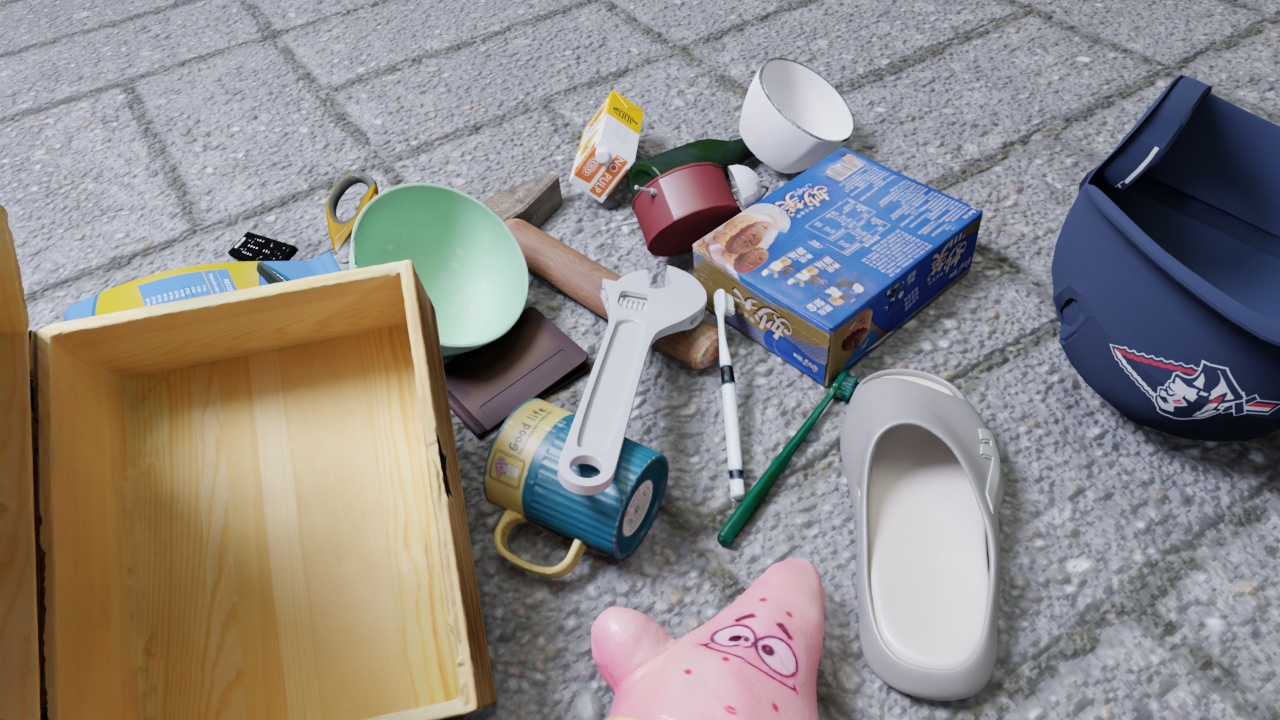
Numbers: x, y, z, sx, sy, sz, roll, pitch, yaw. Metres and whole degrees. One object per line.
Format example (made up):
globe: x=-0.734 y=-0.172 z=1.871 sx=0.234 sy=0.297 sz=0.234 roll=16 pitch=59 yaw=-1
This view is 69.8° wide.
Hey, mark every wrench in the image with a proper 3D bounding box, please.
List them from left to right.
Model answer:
wrench: x=-0.004 y=0.004 z=0.677 sx=0.087 sy=0.018 sz=0.272 roll=11 pitch=37 yaw=3

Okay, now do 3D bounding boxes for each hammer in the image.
hammer: x=-0.044 y=-0.076 z=0.831 sx=0.301 sy=0.037 sz=0.157 roll=32 pitch=57 yaw=31

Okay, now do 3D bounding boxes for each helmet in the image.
helmet: x=0.398 y=-0.048 z=0.626 sx=0.232 sy=0.223 sz=0.271 roll=31 pitch=24 yaw=13

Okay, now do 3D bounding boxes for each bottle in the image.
bottle: x=0.070 y=-0.200 z=0.931 sx=0.173 sy=0.055 sz=0.055 roll=-29 pitch=50 yaw=-32

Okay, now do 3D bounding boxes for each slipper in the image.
slipper: x=0.191 y=0.088 z=0.619 sx=0.113 sy=0.081 sz=0.265 roll=3 pitch=46 yaw=12

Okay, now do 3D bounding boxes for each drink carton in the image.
drink carton: x=-0.034 y=-0.218 z=0.936 sx=0.040 sy=0.059 sz=0.122 roll=31 pitch=36 yaw=-18

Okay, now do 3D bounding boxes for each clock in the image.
clock: x=0.052 y=-0.139 z=0.839 sx=0.137 sy=0.096 sz=0.048 roll=-15 pitch=75 yaw=-22

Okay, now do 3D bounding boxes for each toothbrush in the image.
toothbrush: x=0.071 y=0.022 z=0.717 sx=0.017 sy=0.012 sz=0.186 roll=17 pitch=54 yaw=-27
toothbrush: x=0.115 y=0.070 z=0.689 sx=0.017 sy=0.016 sz=0.189 roll=28 pitch=55 yaw=23

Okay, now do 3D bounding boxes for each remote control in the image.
remote control: x=-0.359 y=-0.103 z=0.869 sx=0.140 sy=0.009 sz=0.030 roll=18 pitch=65 yaw=49

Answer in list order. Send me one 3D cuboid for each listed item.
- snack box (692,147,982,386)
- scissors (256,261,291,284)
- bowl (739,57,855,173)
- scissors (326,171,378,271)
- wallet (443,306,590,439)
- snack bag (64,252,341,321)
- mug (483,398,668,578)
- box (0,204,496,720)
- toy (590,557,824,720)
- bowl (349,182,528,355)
snack box: x=0.170 y=-0.090 z=0.802 sx=0.202 sy=0.069 sz=0.155 roll=-35 pitch=53 yaw=-26
scissors: x=-0.266 y=-0.024 z=0.700 sx=0.124 sy=0.019 sz=0.154 roll=-20 pitch=58 yaw=-44
bowl: x=0.153 y=-0.242 z=0.932 sx=0.116 sy=0.066 sz=0.116 roll=17 pitch=50 yaw=-21
scissors: x=-0.264 y=-0.109 z=0.847 sx=0.224 sy=0.016 sz=0.216 roll=-31 pitch=53 yaw=-18
wallet: x=-0.113 y=0.008 z=0.772 sx=0.115 sy=0.018 sz=0.091 roll=-34 pitch=52 yaw=-22
snack bag: x=-0.316 y=0.000 z=0.725 sx=0.204 sy=0.102 sz=0.159 roll=-25 pitch=60 yaw=-21
mug: x=-0.051 y=0.097 z=0.642 sx=0.107 sy=0.083 sz=0.113 roll=22 pitch=73 yaw=20
box: x=-0.252 y=0.069 z=0.458 sx=0.284 sy=0.324 sz=0.279 roll=-12 pitch=74 yaw=-4
toy: x=0.057 y=0.198 z=0.519 sx=0.192 sy=0.097 sz=0.236 roll=23 pitch=44 yaw=15
bowl: x=-0.177 y=-0.066 z=0.771 sx=0.150 sy=0.077 sz=0.150 roll=15 pitch=59 yaw=-27
